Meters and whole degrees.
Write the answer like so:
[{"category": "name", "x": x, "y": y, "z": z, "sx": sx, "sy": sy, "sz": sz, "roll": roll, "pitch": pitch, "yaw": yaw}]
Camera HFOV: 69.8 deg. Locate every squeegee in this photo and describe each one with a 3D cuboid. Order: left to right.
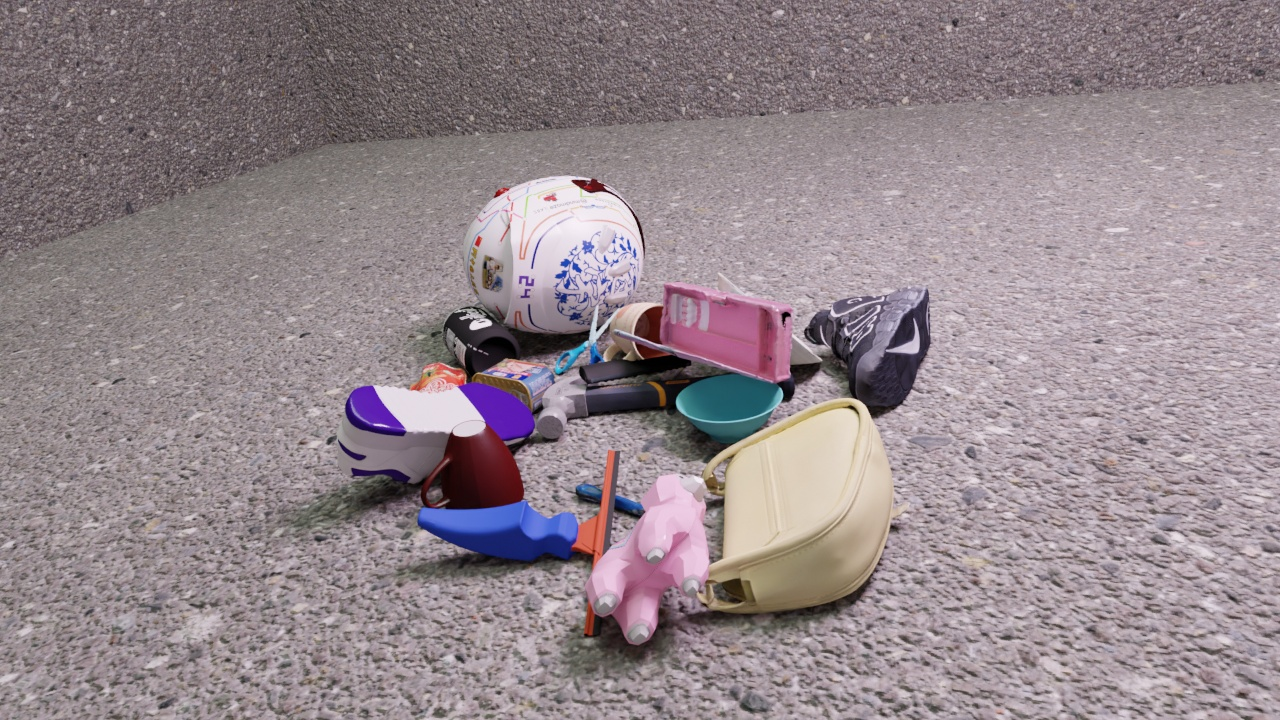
[{"category": "squeegee", "x": -0.121, "y": 0.164, "z": 0.884, "sx": 0.185, "sy": 0.055, "sz": 0.248, "roll": 8, "pitch": 33, "yaw": -1}]

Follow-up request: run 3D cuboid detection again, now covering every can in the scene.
[{"category": "can", "x": -0.231, "y": -0.025, "z": 1.317, "sx": 0.080, "sy": 0.080, "sz": 0.146, "roll": -18, "pitch": 25, "yaw": -21}, {"category": "can", "x": -0.163, "y": 0.035, "z": 1.196, "sx": 0.100, "sy": 0.054, "sz": 0.058, "roll": 10, "pitch": 27, "yaw": 33}]

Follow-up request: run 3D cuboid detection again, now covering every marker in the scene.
[{"category": "marker", "x": 0.058, "y": 0.001, "z": 1.252, "sx": 0.014, "sy": 0.014, "sz": 0.132, "roll": 4, "pitch": 26, "yaw": 25}]

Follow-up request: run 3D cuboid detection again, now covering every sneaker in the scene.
[{"category": "sneaker", "x": -0.236, "y": 0.094, "z": 1.053, "sx": 0.243, "sy": 0.111, "sz": 0.091, "roll": 5, "pitch": 40, "yaw": -43}, {"category": "sneaker", "x": 0.271, "y": -0.025, "z": 1.155, "sx": 0.151, "sy": 0.097, "sz": 0.251, "roll": 0, "pitch": 23, "yaw": 30}]

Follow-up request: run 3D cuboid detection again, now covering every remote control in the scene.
[{"category": "remote control", "x": -0.007, "y": 0.007, "z": 1.178, "sx": 0.140, "sy": 0.021, "sz": 0.045, "roll": -9, "pitch": 17, "yaw": -16}]

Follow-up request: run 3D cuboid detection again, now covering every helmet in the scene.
[{"category": "helmet", "x": -0.108, "y": -0.155, "z": 1.386, "sx": 0.313, "sy": 0.231, "sz": 0.236, "roll": -12, "pitch": 33, "yaw": -36}]

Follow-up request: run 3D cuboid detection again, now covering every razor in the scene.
[{"category": "razor", "x": -0.011, "y": 0.146, "z": 0.940, "sx": 0.141, "sy": 0.018, "sz": 0.043, "roll": 8, "pitch": 25, "yaw": 39}]

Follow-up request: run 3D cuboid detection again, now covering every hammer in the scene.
[{"category": "hammer", "x": 0.034, "y": 0.043, "z": 1.142, "sx": 0.313, "sy": 0.035, "sz": 0.139, "roll": -5, "pitch": 21, "yaw": 6}]

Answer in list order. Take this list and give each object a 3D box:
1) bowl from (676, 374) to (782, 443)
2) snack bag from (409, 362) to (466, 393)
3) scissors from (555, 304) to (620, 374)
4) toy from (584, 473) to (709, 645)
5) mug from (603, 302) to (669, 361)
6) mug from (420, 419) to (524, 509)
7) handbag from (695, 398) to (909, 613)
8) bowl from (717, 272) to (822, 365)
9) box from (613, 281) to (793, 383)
[{"category": "bowl", "x": 0.104, "y": 0.062, "z": 1.057, "sx": 0.121, "sy": 0.046, "sz": 0.121, "roll": -7, "pitch": 24, "yaw": 3}, {"category": "snack bag", "x": -0.261, "y": 0.057, "z": 1.205, "sx": 0.087, "sy": 0.044, "sz": 0.155, "roll": -24, "pitch": 32, "yaw": -4}, {"category": "scissors", "x": -0.062, "y": -0.021, "z": 1.268, "sx": 0.130, "sy": 0.014, "sz": 0.115, "roll": -49, "pitch": 42, "yaw": -2}, {"category": "toy", "x": 0.012, "y": 0.162, "z": 0.791, "sx": 0.123, "sy": 0.067, "sz": 0.157, "roll": -45, "pitch": 10, "yaw": 13}, {"category": "mug", "x": -0.006, "y": -0.030, "z": 1.276, "sx": 0.111, "sy": 0.085, "sz": 0.104, "roll": -46, "pitch": 23, "yaw": -10}, {"category": "mug", "x": -0.184, "y": 0.116, "z": 0.973, "sx": 0.113, "sy": 0.088, "sz": 0.087, "roll": -26, "pitch": 30, "yaw": -35}, {"category": "handbag", "x": 0.146, "y": 0.137, "z": 0.847, "sx": 0.191, "sy": 0.088, "sz": 0.232, "roll": -18, "pitch": 21, "yaw": 15}, {"category": "bowl", "x": 0.151, "y": -0.037, "z": 1.198, "sx": 0.058, "sy": 0.176, "sz": 0.176, "roll": -49, "pitch": 25, "yaw": 8}, {"category": "box", "x": 0.068, "y": -0.034, "z": 1.112, "sx": 0.112, "sy": 0.099, "sz": 0.233, "roll": -6, "pitch": 16, "yaw": -33}]
